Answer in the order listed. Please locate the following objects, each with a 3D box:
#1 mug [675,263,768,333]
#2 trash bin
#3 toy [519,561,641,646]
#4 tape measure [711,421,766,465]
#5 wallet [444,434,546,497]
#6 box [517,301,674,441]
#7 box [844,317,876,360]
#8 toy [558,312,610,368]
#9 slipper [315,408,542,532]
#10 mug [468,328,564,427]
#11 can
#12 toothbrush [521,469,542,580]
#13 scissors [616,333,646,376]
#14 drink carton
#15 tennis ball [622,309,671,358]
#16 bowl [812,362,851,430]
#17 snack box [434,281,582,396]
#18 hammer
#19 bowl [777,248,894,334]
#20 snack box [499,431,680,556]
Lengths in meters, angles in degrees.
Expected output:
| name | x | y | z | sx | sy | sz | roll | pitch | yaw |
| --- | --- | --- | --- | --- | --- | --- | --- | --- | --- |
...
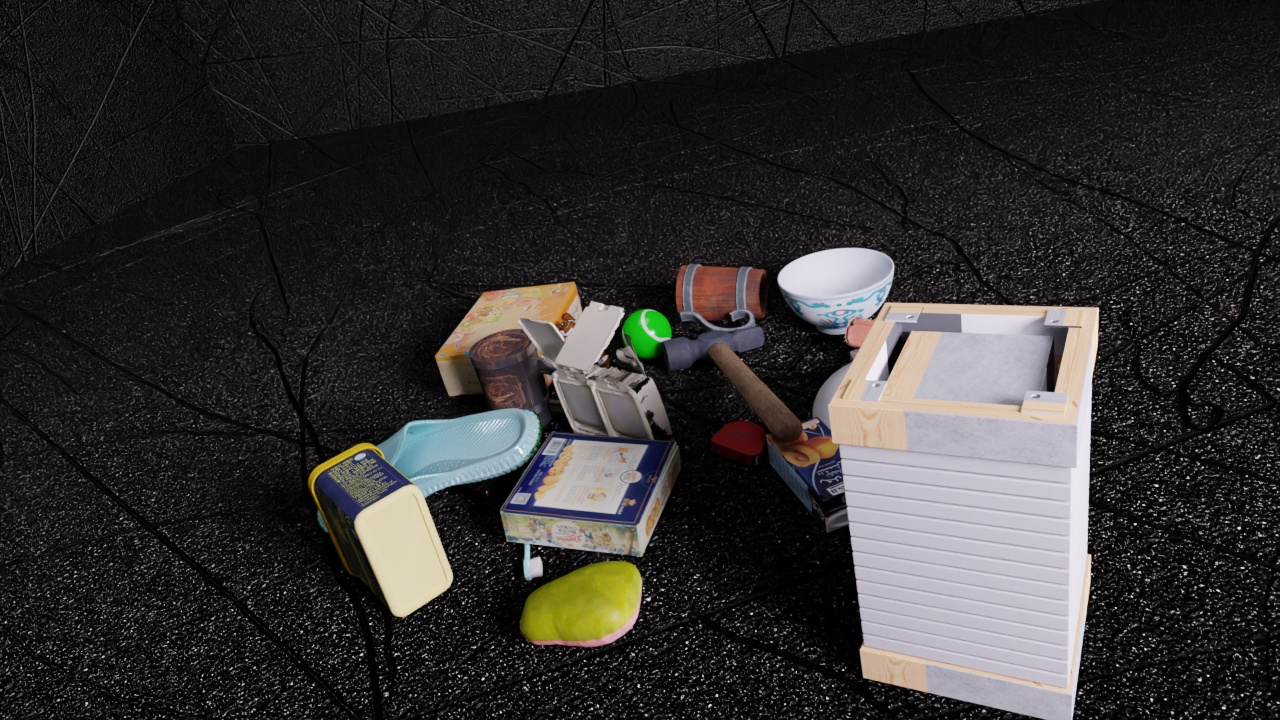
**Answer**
| name | x | y | z | sx | sy | sz | roll | pitch | yaw |
| --- | --- | --- | --- | --- | --- | --- | --- | --- | --- |
| mug | 0.109 | -0.078 | 1.242 | 0.111 | 0.081 | 0.117 | 1 | 49 | 19 |
| trash bin | 0.237 | 0.101 | 0.652 | 0.143 | 0.247 | 0.142 | 4 | 32 | 29 |
| toy | -0.052 | 0.211 | 0.791 | 0.110 | 0.051 | 0.089 | -12 | 25 | 9 |
| tape measure | 0.112 | 0.088 | 0.981 | 0.059 | 0.019 | 0.051 | 18 | 38 | 34 |
| wallet | -0.175 | 0.113 | 1.053 | 0.089 | 0.026 | 0.114 | 10 | 38 | 38 |
| box | -0.056 | 0.028 | 0.997 | 0.144 | 0.180 | 0.080 | 8 | 39 | 44 |
| box | 0.322 | -0.011 | 1.025 | 0.187 | 0.067 | 0.056 | 12 | 74 | 37 |
| toy | -0.076 | -0.024 | 1.212 | 0.067 | 0.087 | 0.112 | -41 | 17 | 8 |
| slipper | -0.240 | 0.106 | 1.004 | 0.276 | 0.069 | 0.115 | -19 | 37 | 10 |
| mug | -0.138 | 0.025 | 1.114 | 0.116 | 0.107 | 0.079 | -6 | 28 | 13 |
| can | -0.246 | 0.163 | 0.879 | 0.075 | 0.135 | 0.104 | -30 | 35 | -29 |
| toothbrush | -0.115 | 0.164 | 0.945 | 0.016 | 0.016 | 0.180 | -16 | 28 | -2 |
| scissors | -0.002 | 0.015 | 1.083 | 0.015 | 0.179 | 0.198 | -28 | 55 | 5 |
| drink carton | 0.178 | 0.108 | 0.891 | 0.064 | 0.040 | 0.130 | -19 | 28 | -10 |
| tennis ball | 0.008 | -0.035 | 1.207 | 0.065 | 0.065 | 0.065 | -11 | 28 | 5 |
| bowl | 0.253 | 0.038 | 0.957 | 0.150 | 0.043 | 0.149 | -10 | 39 | 8 |
| snack box | -0.172 | -0.026 | 1.254 | 0.145 | 0.081 | 0.194 | -5 | 28 | 15 |
| hammer | 0.119 | 0.022 | 1.039 | 0.129 | 0.040 | 0.321 | -12 | 19 | -6 |
| bowl | 0.252 | -0.081 | 1.173 | 0.144 | 0.074 | 0.143 | -11 | 28 | 5 |
| snack box | -0.047 | 0.131 | 0.929 | 0.145 | 0.043 | 0.144 | 4 | 30 | 17 |
